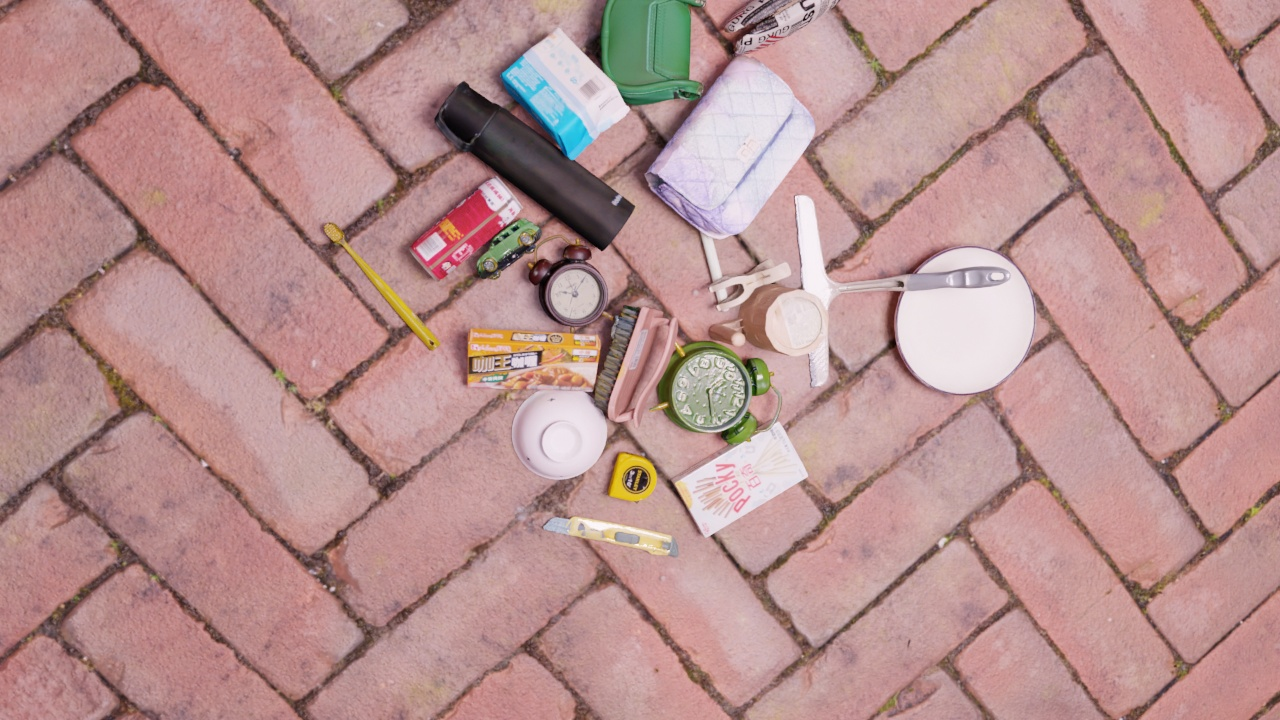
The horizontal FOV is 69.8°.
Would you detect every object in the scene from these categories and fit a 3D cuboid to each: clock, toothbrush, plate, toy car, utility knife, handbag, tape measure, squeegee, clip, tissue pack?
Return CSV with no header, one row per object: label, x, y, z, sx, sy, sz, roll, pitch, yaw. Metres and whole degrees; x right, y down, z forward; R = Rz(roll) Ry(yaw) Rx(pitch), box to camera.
clock,-0.085,-0.091,1.092,0.082,0.055,0.122,-27,103,-5
toothbrush,0.082,-0.151,1.132,0.029,0.020,0.189,-16,100,0
plate,0.413,-0.052,1.184,0.192,0.039,0.192,-1,97,-8
toy car,-0.157,-0.131,1.083,0.091,0.043,0.036,-42,86,-10
utility knife,-0.034,0.221,1.161,0.178,0.019,0.031,13,88,-6
handbag,0.015,-0.366,1.059,0.120,0.068,0.131,1,95,7
tape measure,-0.009,0.146,1.145,0.057,0.029,0.060,14,94,-9
handbag,0.110,-0.250,1.083,0.134,0.076,0.193,37,80,-12
clock,0.098,0.041,1.136,0.161,0.056,0.116,18,94,-10
squeegee,0.324,-0.095,1.129,0.247,0.039,0.246,-4,98,25
toothbrush,-0.304,-0.086,1.078,0.015,0.016,0.190,-40,101,-2
clip,0.132,-0.094,1.123,0.097,0.060,0.034,-24,104,-6
tissue pack,-0.088,-0.303,1.047,0.090,0.063,0.140,-41,73,-2

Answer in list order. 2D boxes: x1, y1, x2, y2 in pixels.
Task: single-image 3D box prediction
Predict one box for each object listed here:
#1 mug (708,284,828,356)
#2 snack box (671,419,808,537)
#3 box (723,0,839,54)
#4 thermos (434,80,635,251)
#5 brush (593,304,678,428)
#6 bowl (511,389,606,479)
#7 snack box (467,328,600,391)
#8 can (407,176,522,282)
mug,0.154,-0.044,1.111,0.124,0.103,0.084,-15,99,-8
snack box,0.127,0.149,1.169,0.156,0.027,0.085,-30,100,-5
box,0.172,-0.431,1.089,0.163,0.075,0.077,-28,94,-3
thermos,-0.126,-0.217,1.059,0.242,0.089,0.069,34,133,-11
brush,-0.007,0.006,1.106,0.073,0.063,0.146,21,96,17
bowl,-0.095,0.093,1.108,0.118,0.065,0.118,-1,97,-9
snack box,-0.128,0.001,1.092,0.153,0.026,0.075,3,134,-8
can,-0.203,-0.154,1.068,0.132,0.053,0.053,-41,101,-3
